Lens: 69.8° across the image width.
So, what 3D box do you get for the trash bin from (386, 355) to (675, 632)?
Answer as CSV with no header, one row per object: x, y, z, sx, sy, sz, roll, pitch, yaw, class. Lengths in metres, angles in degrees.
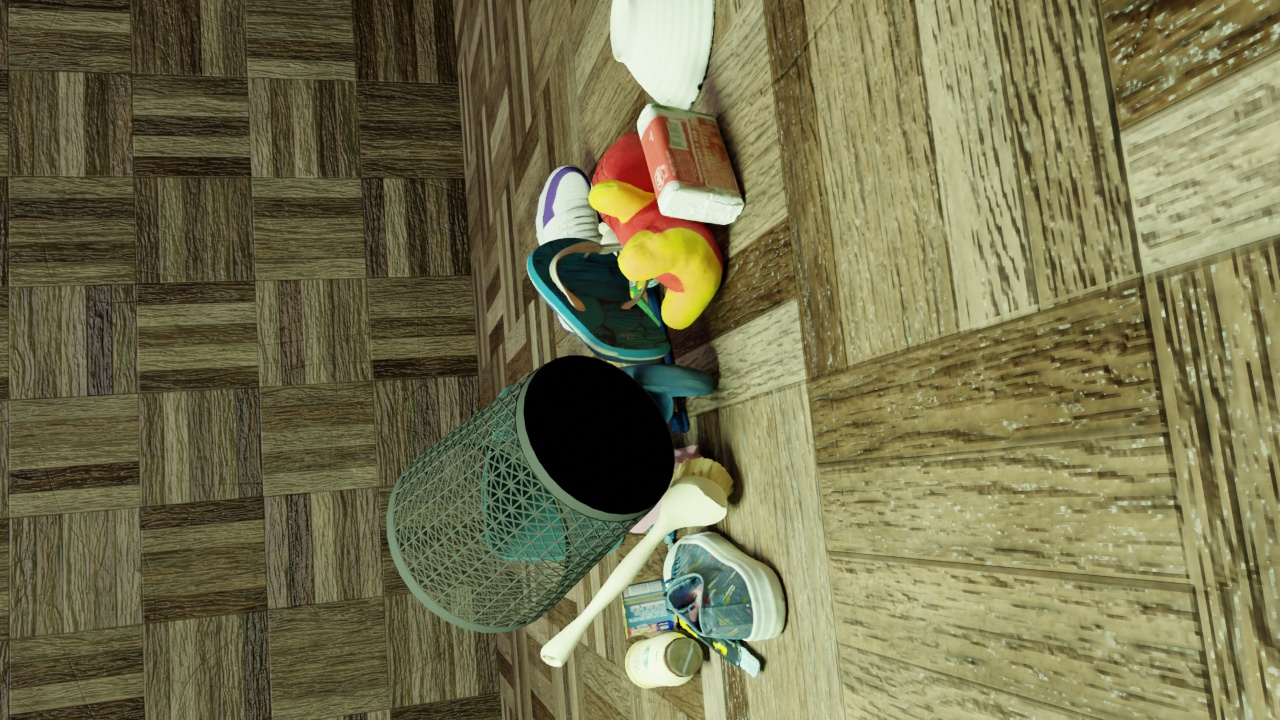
-0.101,0.125,0.909,0.244,0.216,0.216,-42,49,42,trash bin

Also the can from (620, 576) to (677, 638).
0.008,0.282,1.044,0.100,0.059,0.054,90,170,-65,can

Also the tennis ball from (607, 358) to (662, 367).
-0.006,0.006,1.070,0.065,0.065,0.065,176,91,-74,tennis ball

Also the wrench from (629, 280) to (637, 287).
-0.009,-0.127,1.099,0.009,0.047,0.274,39,130,45,wrench

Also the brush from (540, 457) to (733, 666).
-0.008,0.201,0.893,0.273,0.062,0.077,-50,1,14,brush

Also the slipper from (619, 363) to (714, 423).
-0.006,0.040,0.964,0.214,0.103,0.059,-16,66,58,slipper

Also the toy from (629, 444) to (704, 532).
0.011,0.122,0.981,0.123,0.067,0.158,49,145,14,toy

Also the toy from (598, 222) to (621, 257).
-0.031,-0.129,1.156,0.112,0.050,0.087,-128,39,-56,toy

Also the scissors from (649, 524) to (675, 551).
0.033,0.202,1.065,0.127,0.014,0.134,-119,30,-53,scissors

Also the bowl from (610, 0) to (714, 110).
0.011,-0.342,0.936,0.177,0.070,0.177,177,91,-74,bowl

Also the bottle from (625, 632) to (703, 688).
0.028,0.337,1.031,0.162,0.056,0.056,125,139,-65,bottle

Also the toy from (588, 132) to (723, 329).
0.014,-0.140,0.910,0.147,0.099,0.216,56,-168,-46,toy

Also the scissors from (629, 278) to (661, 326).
-0.007,-0.079,1.058,0.125,0.011,0.132,48,114,40,scissors

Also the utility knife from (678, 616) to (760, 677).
0.078,0.278,0.917,0.203,0.020,0.029,177,88,-73,utility knife

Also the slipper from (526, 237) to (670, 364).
-0.048,-0.086,0.972,0.294,0.118,0.060,-124,34,-55,slipper

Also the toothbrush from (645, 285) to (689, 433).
0.027,-0.004,1.038,0.016,0.017,0.189,121,143,-54,toothbrush

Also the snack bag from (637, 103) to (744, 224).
0.044,-0.180,0.838,0.036,0.077,0.115,-54,41,48,snack bag

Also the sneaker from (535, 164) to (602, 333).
-0.087,-0.162,1.282,0.111,0.091,0.244,165,98,-73,sneaker

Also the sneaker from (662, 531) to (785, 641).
0.055,0.215,0.874,0.236,0.079,0.087,166,101,-73,sneaker

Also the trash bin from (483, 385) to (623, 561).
-0.131,0.146,1.333,0.218,0.196,0.199,-115,27,-66,trash bin
